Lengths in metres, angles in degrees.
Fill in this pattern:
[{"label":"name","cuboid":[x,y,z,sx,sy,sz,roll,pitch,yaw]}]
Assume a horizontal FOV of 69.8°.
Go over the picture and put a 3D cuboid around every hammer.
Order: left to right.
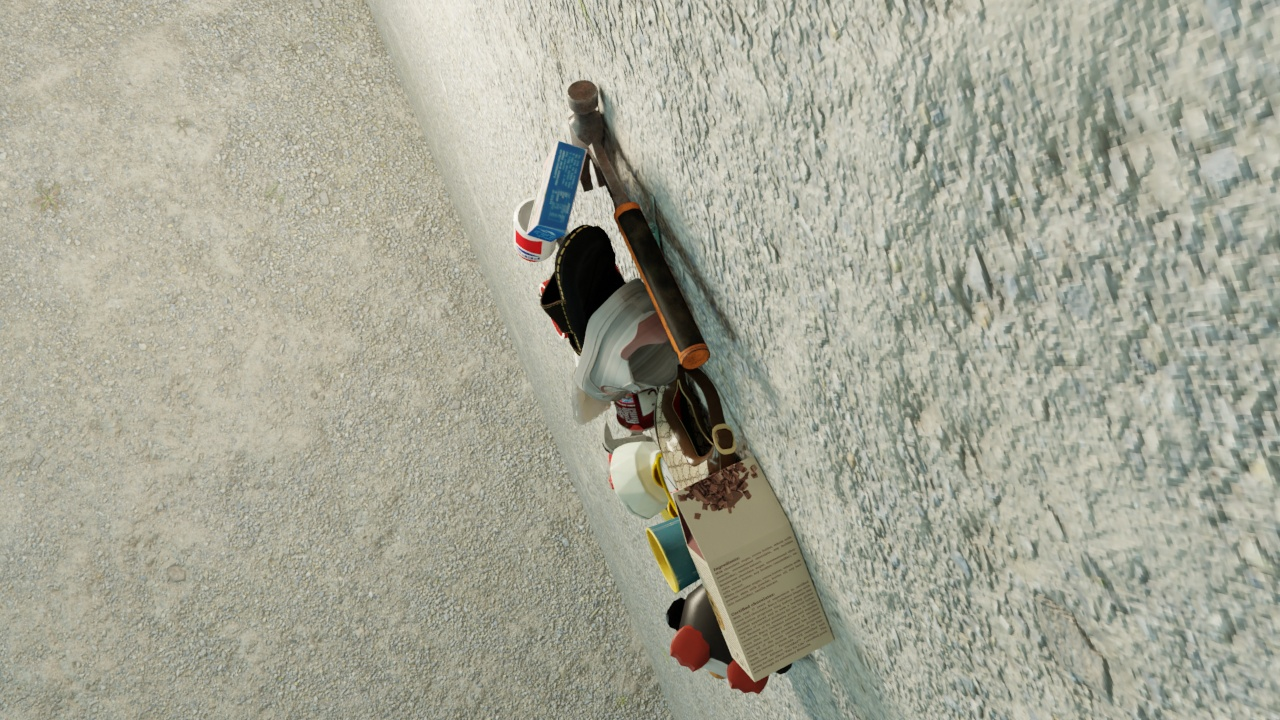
[{"label":"hammer","cuboid":[-0.006,-0.123,0.922,0.138,0.035,0.314,88,161,-63]}]

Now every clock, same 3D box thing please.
[{"label":"clock","cuboid":[0.059,0.170,1.233,0.113,0.052,0.152,65,165,6]}]

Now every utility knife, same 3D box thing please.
[{"label":"utility knife","cuboid":[0.014,-0.115,0.958,0.141,0.015,0.022,82,162,-47]}]

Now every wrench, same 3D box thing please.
[{"label":"wrench","cuboid":[0.027,0.204,1.405,0.273,0.083,0.018,59,144,8]}]

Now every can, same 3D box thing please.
[{"label":"can","cuboid":[-0.166,-0.205,1.455,0.070,0.070,0.132,65,169,7]}]

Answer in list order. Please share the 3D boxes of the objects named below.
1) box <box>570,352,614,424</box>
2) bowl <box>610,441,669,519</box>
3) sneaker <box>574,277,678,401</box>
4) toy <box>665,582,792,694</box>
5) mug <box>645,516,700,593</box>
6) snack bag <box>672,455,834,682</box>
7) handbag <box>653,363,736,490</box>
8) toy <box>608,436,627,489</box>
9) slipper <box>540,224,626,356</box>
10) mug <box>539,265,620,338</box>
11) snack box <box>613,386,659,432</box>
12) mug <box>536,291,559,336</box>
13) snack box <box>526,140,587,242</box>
[{"label":"box","cuboid":[-0.064,0.022,1.248,0.152,0.131,0.107,32,138,50]},{"label":"bowl","cuboid":[0.016,0.167,1.340,0.117,0.061,0.117,36,-140,-37]},{"label":"sneaker","cuboid":[-0.006,0.006,1.022,0.089,0.099,0.237,48,159,16]},{"label":"toy","cuboid":[0.119,0.332,1.154,0.159,0.140,0.184,20,165,13]},{"label":"mug","cuboid":[0.077,0.197,1.021,0.078,0.121,0.078,156,90,-79]},{"label":"snack bag","cuboid":[0.112,0.211,0.956,0.206,0.094,0.070,68,169,-9]},{"label":"handbag","cuboid":[0.063,0.080,1.021,0.166,0.063,0.139,-116,20,-49]},{"label":"toy","cuboid":[-0.014,0.158,1.496,0.133,0.088,0.094,148,116,-66]},{"label":"slipper","cuboid":[-0.064,-0.078,1.026,0.076,0.113,0.268,29,168,15]},{"label":"mug","cuboid":[-0.071,-0.084,1.196,0.080,0.096,0.116,66,169,1]},{"label":"snack box","cuboid":[-0.008,0.025,1.194,0.072,0.072,0.121,-127,19,-50]},{"label":"mug","cuboid":[-0.105,-0.091,1.408,0.113,0.084,0.070,-67,-42,-64]},{"label":"snack box","cuboid":[-0.090,-0.173,0.965,0.154,0.033,0.088,-159,84,-78]}]
